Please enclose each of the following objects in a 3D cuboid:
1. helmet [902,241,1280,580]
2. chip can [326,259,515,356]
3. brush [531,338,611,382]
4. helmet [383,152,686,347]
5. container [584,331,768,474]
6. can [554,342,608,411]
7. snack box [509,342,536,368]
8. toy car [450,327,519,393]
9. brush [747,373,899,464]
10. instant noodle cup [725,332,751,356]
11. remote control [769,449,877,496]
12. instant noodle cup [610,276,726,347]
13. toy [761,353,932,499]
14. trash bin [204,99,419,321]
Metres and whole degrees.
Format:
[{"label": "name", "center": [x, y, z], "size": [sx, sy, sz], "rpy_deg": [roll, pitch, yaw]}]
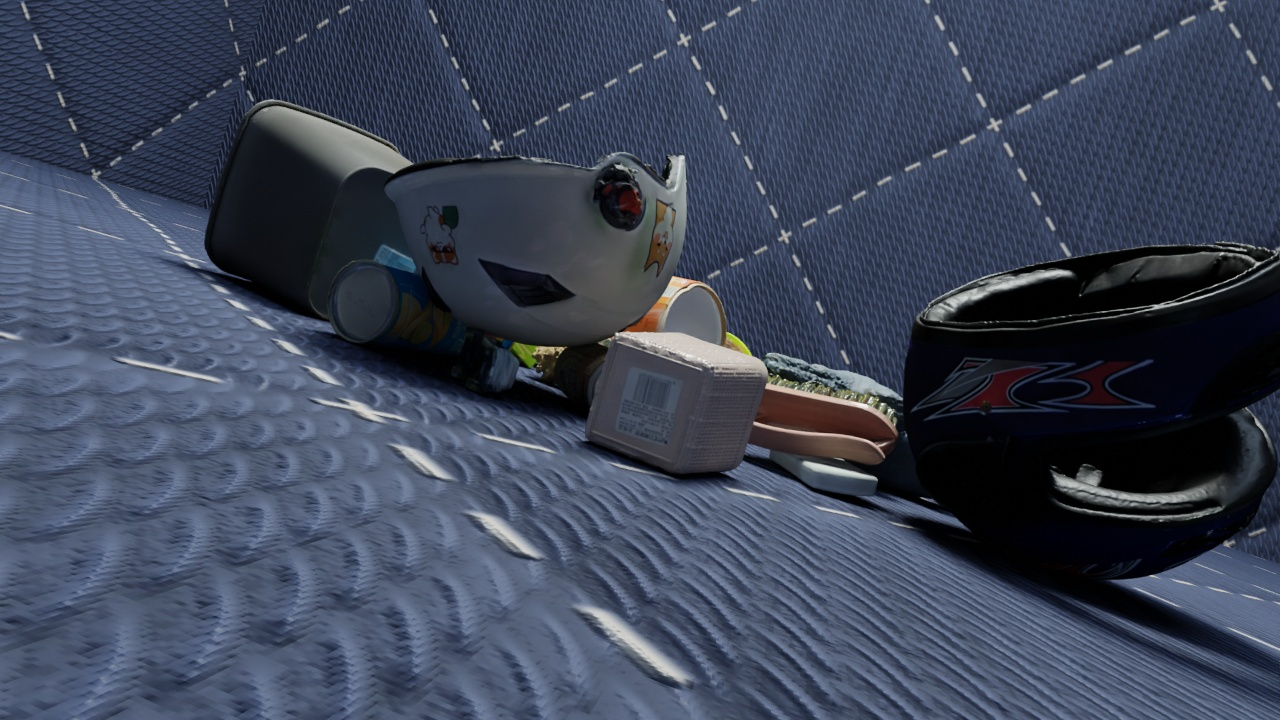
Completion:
[{"label": "helmet", "center": [0.357, 0.049, 0.715], "size": [0.247, 0.240, 0.316], "rpy_deg": [-23, 9, -18]}, {"label": "chip can", "center": [-0.191, -0.040, 0.839], "size": [0.071, 0.071, 0.210], "rpy_deg": [19, 3, 20]}, {"label": "brush", "center": [-0.005, 0.005, 0.904], "size": [0.255, 0.046, 0.083], "rpy_deg": [9, 26, 36]}, {"label": "helmet", "center": [-0.077, -0.088, 0.786], "size": [0.231, 0.157, 0.273], "rpy_deg": [-3, 6, 34]}, {"label": "container", "center": [0.024, 0.030, 0.648], "size": [0.090, 0.090, 0.110], "rpy_deg": [19, 6, 23]}, {"label": "can", "center": [-0.035, 0.017, 0.807], "size": [0.058, 0.058, 0.116], "rpy_deg": [17, 3, -22]}, {"label": "snack box", "center": [-0.179, -0.059, 1.033], "size": [0.086, 0.026, 0.156], "rpy_deg": [22, -25, 49]}, {"label": "toy car", "center": [-0.122, 0.001, 0.721], "size": [0.034, 0.043, 0.091], "rpy_deg": [15, 2, -27]}, {"label": "brush", "center": [0.158, 0.059, 0.824], "size": [0.146, 0.063, 0.072], "rpy_deg": [12, 34, 28]}, {"label": "instant noodle cup", "center": [0.083, 0.021, 1.201], "size": [0.111, 0.111, 0.123], "rpy_deg": [18, -5, -3]}, {"label": "remote control", "center": [0.161, 0.098, 0.832], "size": [0.058, 0.021, 0.150], "rpy_deg": [9, 2, -7]}, {"label": "instant noodle cup", "center": [0.017, -0.030, 1.019], "size": [0.112, 0.151, 0.151], "rpy_deg": [8, -5, 40]}, {"label": "toy", "center": [0.254, 0.080, 0.961], "size": [0.356, 0.091, 0.138], "rpy_deg": [30, -7, -17]}, {"label": "trash bin", "center": [-0.301, -0.134, 0.947], "size": [0.198, 0.199, 0.220], "rpy_deg": [13, 13, -46]}]
